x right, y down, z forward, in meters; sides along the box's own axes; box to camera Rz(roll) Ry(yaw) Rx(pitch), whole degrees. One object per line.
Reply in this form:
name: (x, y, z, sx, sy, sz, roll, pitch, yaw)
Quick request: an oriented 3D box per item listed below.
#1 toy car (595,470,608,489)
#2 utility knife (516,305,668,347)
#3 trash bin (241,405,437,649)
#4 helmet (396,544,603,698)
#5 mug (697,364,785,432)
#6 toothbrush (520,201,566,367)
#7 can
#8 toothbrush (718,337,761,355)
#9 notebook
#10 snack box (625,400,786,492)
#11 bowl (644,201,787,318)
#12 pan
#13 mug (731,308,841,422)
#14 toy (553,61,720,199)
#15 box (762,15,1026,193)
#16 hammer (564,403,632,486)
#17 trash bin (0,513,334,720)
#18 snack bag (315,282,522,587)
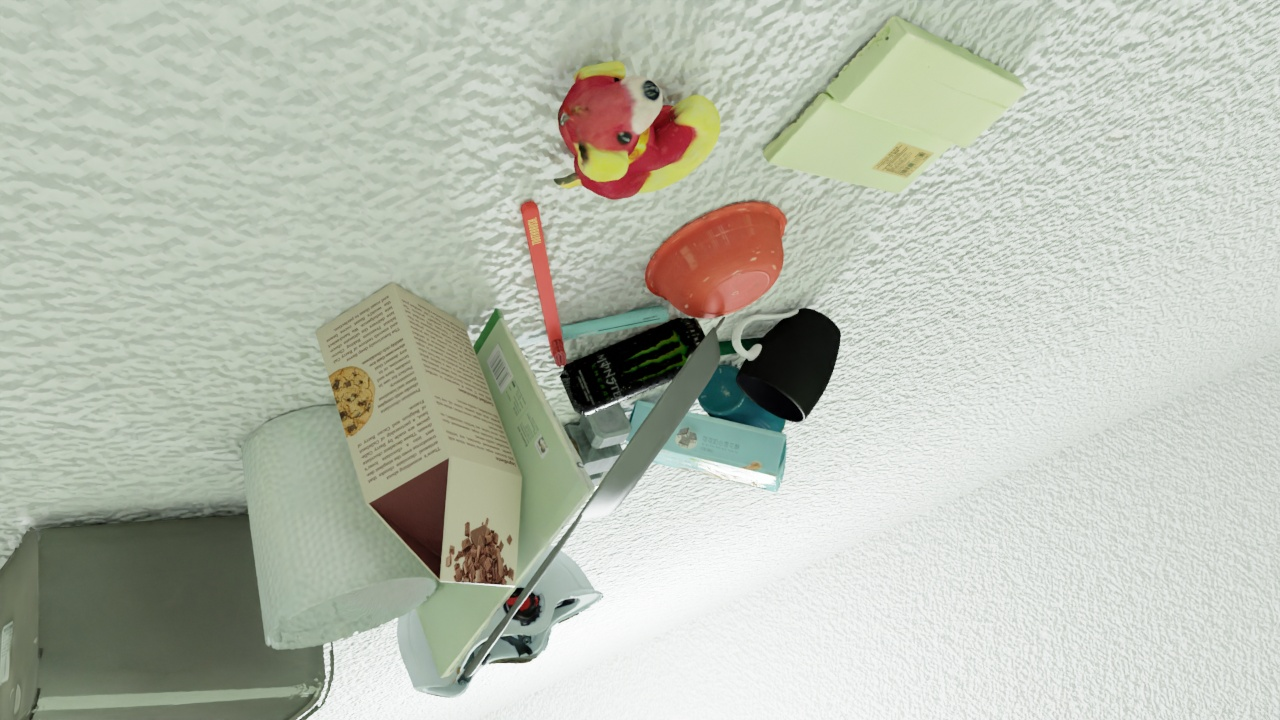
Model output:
toy car: (-0.075, 0.141, 1.106, 0.113, 0.039, 0.039, -27, 136, 5)
utility knife: (-0.056, -0.026, 0.795, 0.177, 0.015, 0.022, -12, 153, -19)
trash bin: (-0.254, 0.132, 0.748, 0.133, 0.161, 0.133, -20, 157, -9)
helmet: (-0.194, 0.317, 1.204, 0.263, 0.163, 0.237, -26, 162, -13)
mug: (0.113, 0.050, 1.045, 0.078, 0.078, 0.121, -30, 151, 13)
toothbrush: (-0.071, -0.049, 0.703, 0.012, 0.018, 0.213, -16, 153, -7)
can: (-0.005, 0.005, 0.854, 0.137, 0.054, 0.054, -23, 157, -3)
toothbrush: (0.128, -0.017, 0.985, 0.189, 0.016, 0.017, -8, 156, -33)
notebook: (-0.136, 0.109, 0.734, 0.010, 0.182, 0.253, 3, 134, -42)
snack box: (0.074, 0.095, 1.013, 0.175, 0.053, 0.075, 12, 160, 13)
bowl: (0.071, -0.074, 0.769, 0.130, 0.045, 0.131, -20, 156, -9)
pan: (-0.022, 0.104, 0.736, 0.353, 0.024, 0.217, -53, 176, -21)
mug: (0.148, -0.010, 0.941, 0.100, 0.119, 0.085, -55, -157, -15)
toy: (-0.008, -0.134, 0.558, 0.106, 0.067, 0.137, -30, 169, 20)
box: (0.194, -0.181, 0.692, 0.186, 0.024, 0.138, 1, 149, -45)
hammer: (-0.162, 0.114, 0.928, 0.322, 0.051, 0.118, -11, 149, -32)
trash bin: (-0.422, 0.239, 0.798, 0.219, 0.197, 0.198, 12, 140, -45)
snack bag: (-0.145, 0.061, 0.644, 0.070, 0.206, 0.094, -30, 157, 12)
